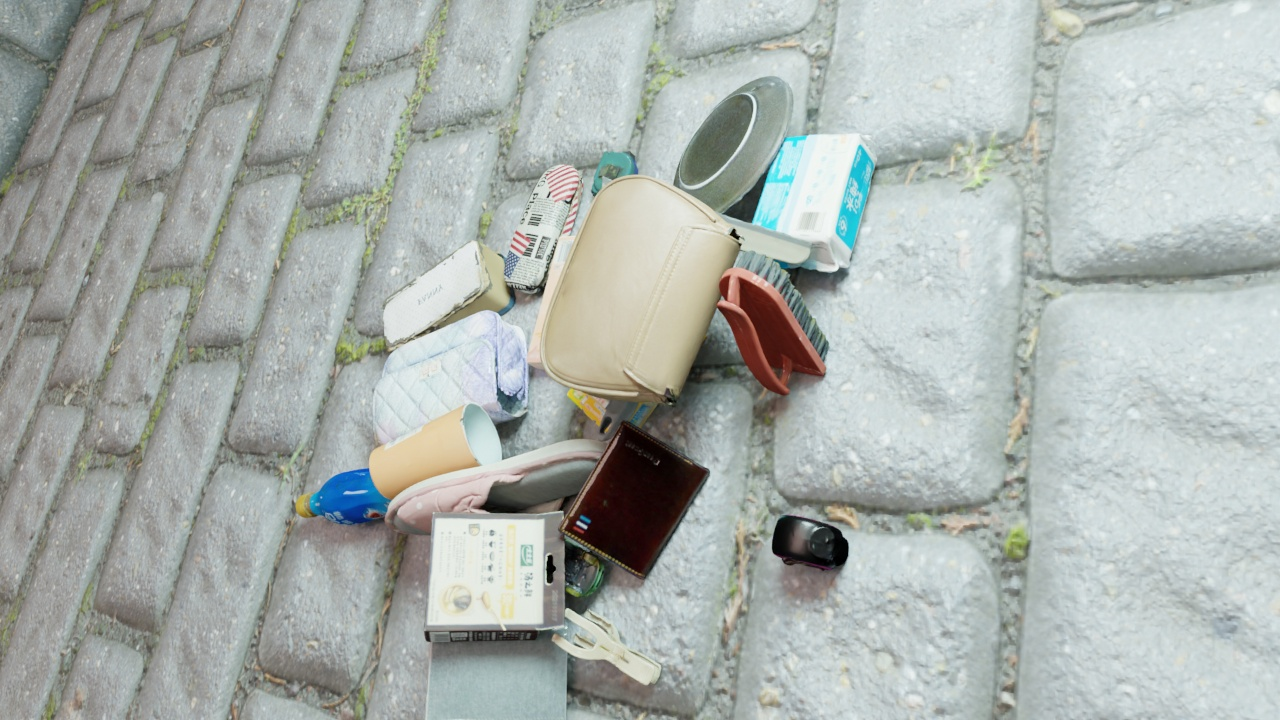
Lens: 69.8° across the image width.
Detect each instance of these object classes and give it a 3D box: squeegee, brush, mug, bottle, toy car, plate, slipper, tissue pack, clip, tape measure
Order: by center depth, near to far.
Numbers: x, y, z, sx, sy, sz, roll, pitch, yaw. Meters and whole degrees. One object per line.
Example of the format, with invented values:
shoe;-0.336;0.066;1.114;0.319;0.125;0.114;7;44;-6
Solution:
tape measure;0.137;0.152;0.756;0.058;0.057;0.039;9;76;29
brush;0.110;-0.030;0.799;0.063;0.146;0.069;13;64;39
clip;-0.038;0.259;0.830;0.103;0.092;0.035;22;83;51
tissue pack;0.164;-0.150;0.867;0.090;0.063;0.140;8;75;39
squeegee;0.017;-0.032;0.897;0.247;0.039;0.246;24;91;32
toy car;-0.071;0.198;0.899;0.091;0.036;0.043;23;83;44
slipper;-0.141;0.144;0.930;0.275;0.114;0.054;-19;56;21
plate;0.084;-0.220;0.943;0.180;0.024;0.179;-40;33;33
mug;-0.218;0.100;0.964;0.123;0.078;0.078;-21;58;13
tape measure;-0.030;-0.216;1.063;0.055;0.025;0.058;12;78;40
bottle;-0.325;0.158;1.082;0.219;0.065;0.065;-13;63;31

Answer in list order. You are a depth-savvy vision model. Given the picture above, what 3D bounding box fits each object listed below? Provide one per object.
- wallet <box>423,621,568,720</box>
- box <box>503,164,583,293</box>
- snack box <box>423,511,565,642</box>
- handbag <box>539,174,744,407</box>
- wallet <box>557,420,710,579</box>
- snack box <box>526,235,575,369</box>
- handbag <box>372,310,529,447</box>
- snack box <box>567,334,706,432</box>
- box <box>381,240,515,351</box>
wallet;-0.134;0.299;0.861;0.129;0.037;0.106;4;67;-9
box;-0.111;-0.155;1.089;0.071;0.057;0.164;7;72;55
snack box;-0.136;0.202;0.861;0.125;0.053;0.113;3;59;-9
handbag;0.001;-0.058;0.836;0.148;0.099;0.204;23;91;24
wallet;-0.006;0.131;0.862;0.096;0.020;0.122;31;89;-3
snack box;-0.071;-0.066;1.024;0.085;0.026;0.157;2;71;36
handbag;-0.222;0.029;1.059;0.194;0.075;0.134;-21;59;28
snack box;-0.006;0.006;0.942;0.087;0.033;0.140;38;92;40
box;-0.234;-0.073;1.127;0.185;0.059;0.089;-27;57;22
